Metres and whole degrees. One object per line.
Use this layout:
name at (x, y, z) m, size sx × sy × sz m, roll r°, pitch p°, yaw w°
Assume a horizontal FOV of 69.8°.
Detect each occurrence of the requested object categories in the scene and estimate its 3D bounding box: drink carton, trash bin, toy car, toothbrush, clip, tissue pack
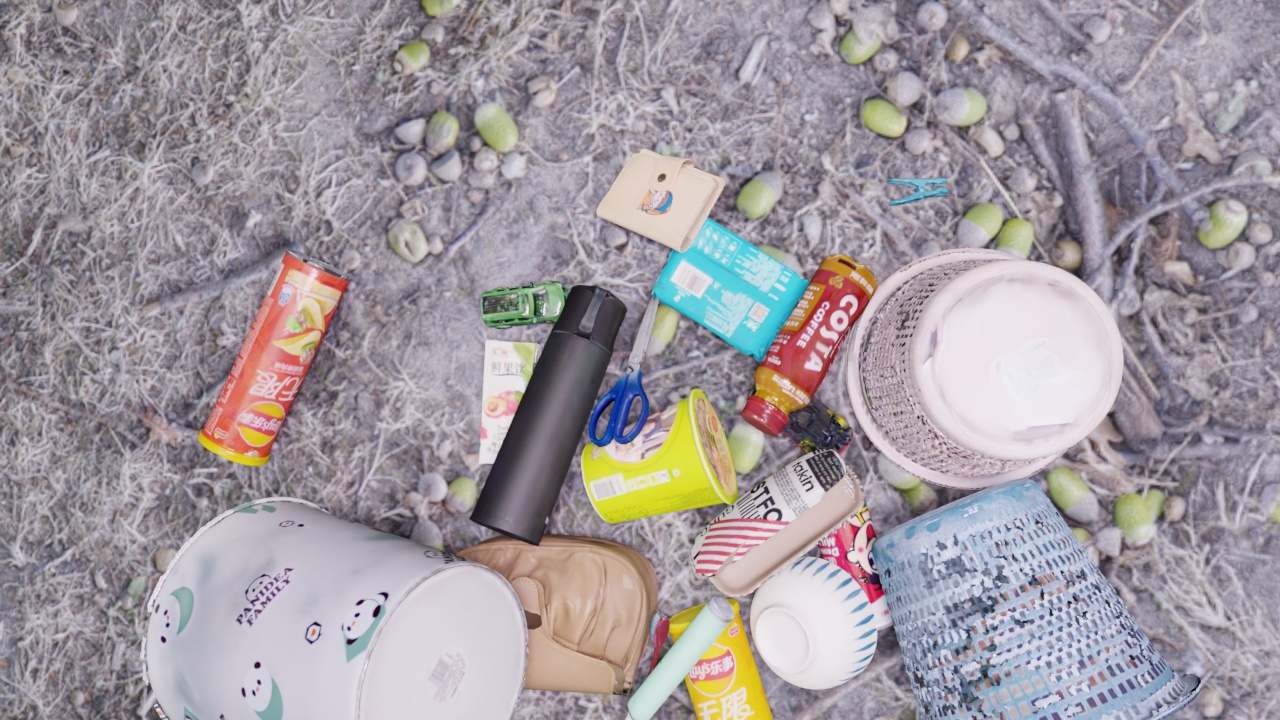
drink carton at (-0.128, 0.042, 0.909) m, size 0.053 × 0.045 × 0.122 m, roll 2°, pitch 88°, yaw 4°
trash bin at (0.301, 0.213, 0.765) m, size 0.227 × 0.226 × 0.195 m, roll -24°, pitch 71°, yaw 7°
toy car at (0.151, 0.052, 0.871) m, size 0.106 × 0.031 × 0.049 m, roll 40°, pitch 89°, yaw 21°
trash bin at (-0.249, 0.246, 0.786) m, size 0.252 × 0.229 × 0.229 m, roll 2°, pitch 88°, yaw 34°
toothbrush at (0.015, 0.297, 0.831) m, size 0.026 × 0.027 × 0.225 m, roll 31°, pitch 112°, yaw -6°
clip at (0.264, -0.162, 0.872) m, size 0.056 × 0.014 × 0.039 m, roll -4°, pitch 88°, yaw 10°
toothbrush at (0.002, 0.317, 0.867) m, size 0.016 × 0.017 × 0.188 m, roll 0°, pitch 113°, yaw -30°
toy car at (-0.117, -0.056, 0.918) m, size 0.091 × 0.036 × 0.043 m, roll -6°, pitch 85°, yaw 5°
trash bin at (0.295, 0.004, 0.772) m, size 0.227 × 0.192 × 0.227 m, roll 0°, pitch 88°, yaw 9°
tissue pack at (0.086, -0.069, 0.878) m, size 0.133 × 0.050 × 0.093 m, roll 33°, pitch 91°, yaw 9°

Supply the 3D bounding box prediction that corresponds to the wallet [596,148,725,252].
wallet at (0.019, -0.159, 0.884) m, size 0.115 × 0.024 × 0.087 m, roll 29°, pitch 84°, yaw 38°

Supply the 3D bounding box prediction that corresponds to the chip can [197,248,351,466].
chip can at (-0.374, -0.004, 0.938) m, size 0.073 × 0.073 × 0.216 m, roll 25°, pitch 91°, yaw 9°

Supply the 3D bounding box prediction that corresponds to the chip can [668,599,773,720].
chip can at (0.088, 0.334, 0.850) m, size 0.072 × 0.072 × 0.213 m, roll -18°, pitch 85°, yaw 8°

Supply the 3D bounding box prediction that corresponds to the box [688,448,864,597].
box at (0.124, 0.148, 0.810) m, size 0.163 × 0.076 × 0.088 m, roll -41°, pitch 114°, yaw 7°

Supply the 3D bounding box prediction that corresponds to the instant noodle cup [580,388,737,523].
instant noodle cup at (0.014, 0.098, 0.860) m, size 0.124 × 0.111 × 0.111 m, roll -20°, pitch 85°, yaw 16°

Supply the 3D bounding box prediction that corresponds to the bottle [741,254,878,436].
bottle at (0.153, -0.013, 0.844) m, size 0.057 × 0.057 × 0.174 m, roll 31°, pitch 79°, yaw 9°

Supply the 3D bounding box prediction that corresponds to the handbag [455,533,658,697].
handbag at (-0.089, 0.240, 0.867) m, size 0.205 × 0.099 × 0.147 m, roll -2°, pitch 88°, yaw 15°

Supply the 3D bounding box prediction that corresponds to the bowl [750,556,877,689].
bowl at (0.145, 0.241, 0.822) m, size 0.117 × 0.066 × 0.116 m, roll 8°, pitch 102°, yaw 40°

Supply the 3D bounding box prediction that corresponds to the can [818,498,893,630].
can at (0.195, 0.180, 0.848) m, size 0.053 × 0.053 × 0.132 m, roll -17°, pitch 85°, yaw 8°

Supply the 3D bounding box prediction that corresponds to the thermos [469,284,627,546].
thermos at (-0.082, 0.045, 0.851) m, size 0.068 × 0.090 × 0.242 m, roll 20°, pitch 75°, yaw 3°

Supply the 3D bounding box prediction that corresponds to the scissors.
scissors at (-0.015, 0.007, 0.878) m, size 0.108 × 0.012 × 0.174 m, roll -29°, pitch 41°, yaw 22°
